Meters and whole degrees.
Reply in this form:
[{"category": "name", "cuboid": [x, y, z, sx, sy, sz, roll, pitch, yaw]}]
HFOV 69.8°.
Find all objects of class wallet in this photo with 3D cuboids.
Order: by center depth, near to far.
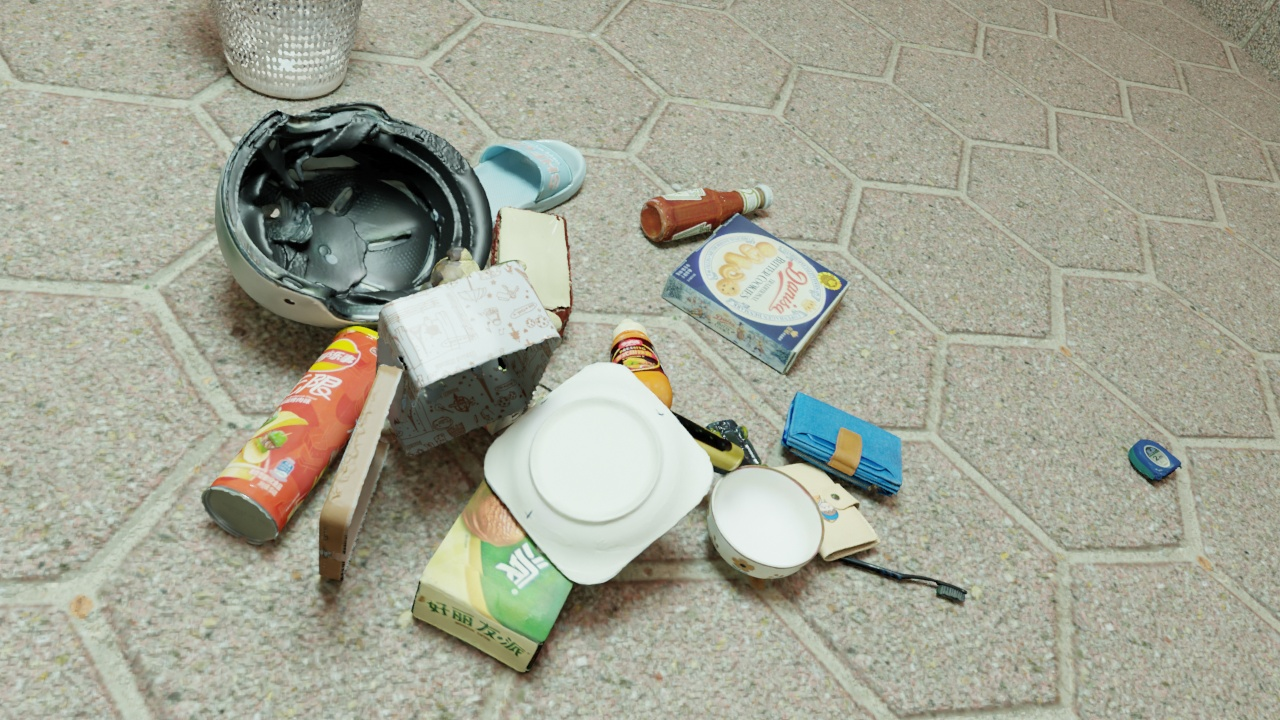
[{"category": "wallet", "cuboid": [0.189, 0.151, 0.946, 0.087, 0.024, 0.115, -4, 41, -34]}, {"category": "wallet", "cuboid": [0.223, 0.089, 1.007, 0.133, 0.040, 0.106, 24, 31, 3]}]

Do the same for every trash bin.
[{"category": "trash bin", "cuboid": [-0.451, -0.455, 1.169, 0.227, 0.193, 0.227, 10, 46, -11]}]

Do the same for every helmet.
[{"category": "helmet", "cuboid": [-0.303, -0.130, 0.934, 0.273, 0.157, 0.230, -16, 87, -47]}]

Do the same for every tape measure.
[{"category": "tape measure", "cuboid": [0.637, 0.125, 1.143, 0.058, 0.025, 0.054, -14, 52, -36]}]

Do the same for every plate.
[{"category": "plate", "cuboid": [-0.037, 0.088, 0.782, 0.163, 0.034, 0.164, -39, 71, -14]}]

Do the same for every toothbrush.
[{"category": "toothbrush", "cuboid": [0.239, 0.211, 0.921, 0.189, 0.014, 0.016, 17, 70, -4]}]

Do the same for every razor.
[{"category": "razor", "cuboid": [0.020, 0.062, 0.864, 0.167, 0.068, 0.062, 25, 31, -11]}]

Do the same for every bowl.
[{"category": "bowl", "cuboid": [0.114, 0.164, 0.883, 0.113, 0.062, 0.113, 10, 45, -10]}]

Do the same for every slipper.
[{"category": "slipper", "cuboid": [-0.164, -0.227, 1.146, 0.104, 0.074, 0.244, 35, 47, 15]}]

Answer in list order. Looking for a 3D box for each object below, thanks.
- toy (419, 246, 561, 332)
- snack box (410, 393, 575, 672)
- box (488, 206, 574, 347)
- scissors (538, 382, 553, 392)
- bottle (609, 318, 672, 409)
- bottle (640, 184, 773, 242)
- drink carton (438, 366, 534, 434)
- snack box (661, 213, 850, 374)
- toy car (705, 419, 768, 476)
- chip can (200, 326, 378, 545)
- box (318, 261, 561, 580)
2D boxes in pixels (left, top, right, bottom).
[{"category": "toy", "cuboid": [-0.145, -0.056, 0.923, 0.157, 0.105, 0.066, 34, 7, -39]}, {"category": "snack box", "cuboid": [-0.095, 0.145, 0.822, 0.114, 0.063, 0.239, 27, 44, 2]}, {"category": "box", "cuboid": [-0.126, -0.103, 1.036, 0.091, 0.080, 0.168, 7, 46, -16]}, {"category": "scissors", "cuboid": [-0.055, 0.048, 0.915, 0.174, 0.014, 0.136, 34, -5, -34]}, {"category": "bottle", "cuboid": [-0.006, 0.006, 0.995, 0.066, 0.067, 0.149, 6, 39, -15]}, {"category": "bottle", "cuboid": [0.095, -0.204, 1.230, 0.205, 0.060, 0.059, -18, 56, -33]}, {"category": "drink carton", "cuboid": [-0.171, 0.017, 0.929, 0.122, 0.046, 0.053, 39, 37, 15]}, {"category": "snack box", "cuboid": [0.148, -0.089, 1.151, 0.182, 0.046, 0.177, 33, 46, 13]}, {"category": "toy car", "cuboid": [0.100, 0.103, 0.955, 0.042, 0.035, 0.090, -11, 53, -27]}, {"category": "chip can", "cuboid": [-0.297, 0.060, 0.823, 0.073, 0.073, 0.215, 24, 45, 2]}, {"category": "box", "cuboid": [-0.188, 0.044, 0.763, 0.126, 0.179, 0.272, 38, 59, 2]}]
